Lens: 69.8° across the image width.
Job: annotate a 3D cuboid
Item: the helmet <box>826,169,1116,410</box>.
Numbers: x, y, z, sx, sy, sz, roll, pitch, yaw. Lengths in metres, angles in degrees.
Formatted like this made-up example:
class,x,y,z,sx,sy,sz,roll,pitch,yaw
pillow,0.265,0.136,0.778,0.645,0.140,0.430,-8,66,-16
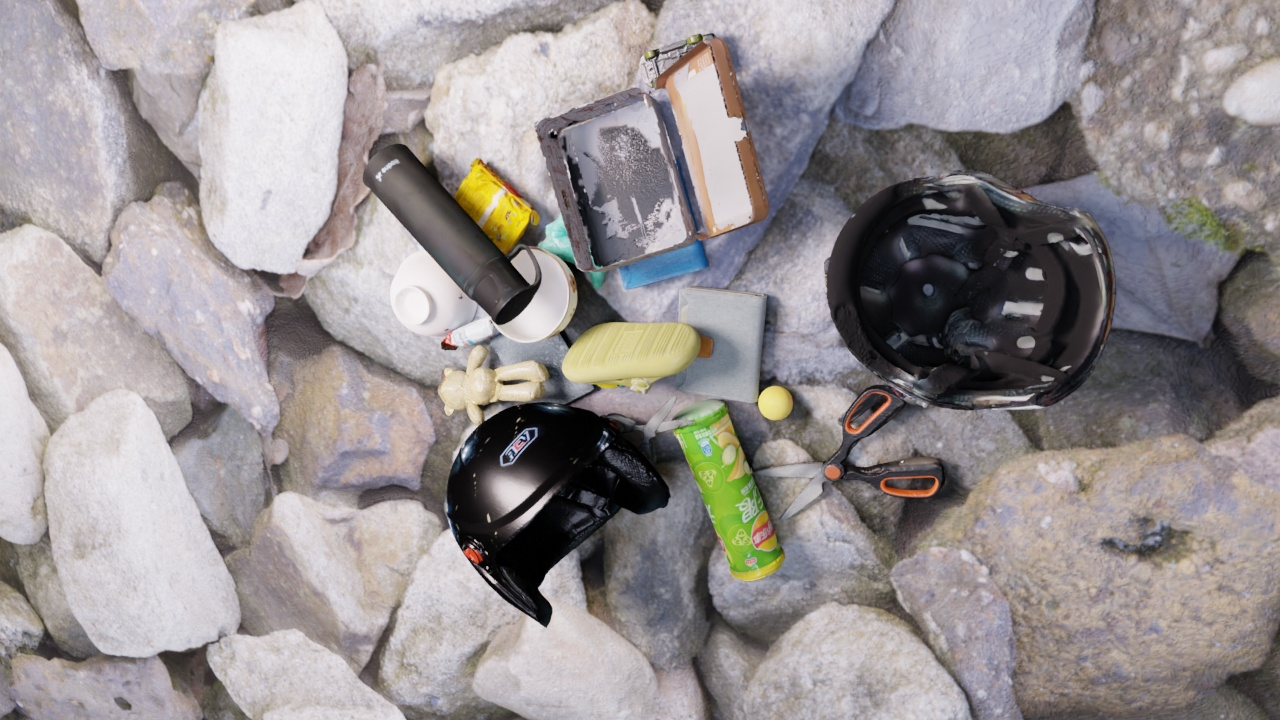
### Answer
class,x,y,z,sx,sy,sz,roll,pitch,yaw
helmet,0.316,-0.064,0.924,0.274,0.157,0.230,9,90,4

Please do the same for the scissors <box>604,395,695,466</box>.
class,x,y,z,sx,sy,sz,roll,pitch,yaw
scissors,0.012,0.086,1.110,0.163,0.014,0.166,19,136,35

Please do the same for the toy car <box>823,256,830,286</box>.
class,x,y,z,sx,sy,sz,roll,pitch,yaw
toy car,0.241,-0.064,1.014,0.053,0.045,0.120,-15,97,22

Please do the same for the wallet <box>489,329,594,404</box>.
class,x,y,z,sx,sy,sz,roll,pitch,yaw
wallet,-0.124,0.004,1.167,0.097,0.019,0.121,-26,99,25

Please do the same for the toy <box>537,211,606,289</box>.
class,x,y,z,sx,sy,sz,roll,pitch,yaw
toy,-0.078,-0.141,1.098,0.092,0.030,0.096,16,109,9

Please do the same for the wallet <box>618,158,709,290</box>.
class,x,y,z,sx,sy,sz,roll,pitch,yaw
wallet,0.011,-0.157,1.062,0.106,0.040,0.133,-13,101,16

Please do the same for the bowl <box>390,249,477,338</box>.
class,x,y,z,sx,sy,sz,roll,pitch,yaw
bowl,-0.273,-0.077,1.160,0.118,0.064,0.118,5,108,15

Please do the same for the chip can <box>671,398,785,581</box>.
class,x,y,z,sx,sy,sz,roll,pitch,yaw
chip can,0.106,0.155,1.113,0.073,0.072,0.221,-18,101,22

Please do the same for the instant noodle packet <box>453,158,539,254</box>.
class,x,y,z,sx,sy,sz,roll,pitch,yaw
instant noodle packet,-0.194,-0.162,1.119,0.111,0.044,0.129,43,111,8

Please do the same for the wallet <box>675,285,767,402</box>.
class,x,y,z,sx,sy,sz,roll,pitch,yaw
wallet,0.091,-0.019,1.081,0.107,0.036,0.130,7,109,14

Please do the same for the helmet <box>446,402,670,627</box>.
class,x,y,z,sx,sy,sz,roll,pitch,yaw
helmet,-0.118,0.158,1.087,0.230,0.233,0.275,37,156,19

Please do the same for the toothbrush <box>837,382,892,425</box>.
class,x,y,z,sx,sy,sz,roll,pitch,yaw
toothbrush,0.294,0.021,1.043,0.015,0.018,0.181,44,116,-8

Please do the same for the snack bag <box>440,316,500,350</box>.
class,x,y,z,sx,sy,sz,roll,pitch,yaw
snack bag,-0.205,-0.037,1.159,0.105,0.045,0.026,-20,77,28

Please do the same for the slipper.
class,x,y,z,sx,sy,sz,roll,pitch,yaw
slipper,-0.006,0.006,1.082,0.191,0.091,0.081,-4,129,37

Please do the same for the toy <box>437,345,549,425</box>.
class,x,y,z,sx,sy,sz,roll,pitch,yaw
toy,-0.188,0.032,1.164,0.157,0.066,0.105,-8,79,27

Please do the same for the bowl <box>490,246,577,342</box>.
class,x,y,z,sx,sy,sz,roll,pitch,yaw
bowl,-0.121,-0.077,1.100,0.114,0.062,0.113,0,90,25

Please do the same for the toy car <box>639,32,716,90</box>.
class,x,y,z,sx,sy,sz,roll,pitch,yaw
toy car,0.043,-0.324,0.997,0.091,0.035,0.042,-12,102,21

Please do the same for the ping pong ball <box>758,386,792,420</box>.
class,x,y,z,sx,sy,sz,roll,pitch,yaw
ping pong ball,0.159,0.050,1.079,0.040,0.040,0.040,5,109,16

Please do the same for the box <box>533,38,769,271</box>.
class,x,y,z,sx,sy,sz,roll,pitch,yaw
box,0.019,-0.203,0.963,0.273,0.130,0.179,-13,94,41

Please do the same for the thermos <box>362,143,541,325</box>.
class,x,y,z,sx,sy,sz,roll,pitch,yaw
thermos,-0.214,-0.154,1.072,0.090,0.068,0.242,-42,79,-10

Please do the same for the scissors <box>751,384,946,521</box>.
class,x,y,z,sx,sy,sz,roll,pitch,yaw
scissors,0.247,0.116,1.084,0.221,0.021,0.225,13,115,14
